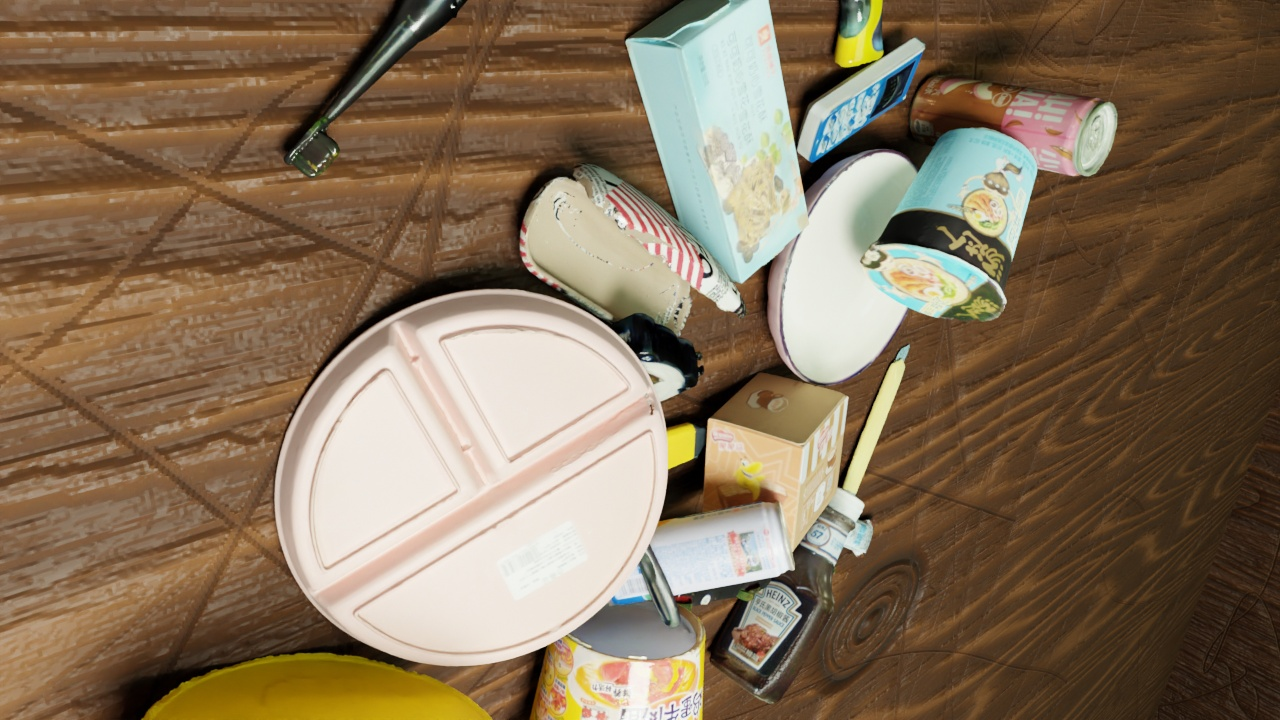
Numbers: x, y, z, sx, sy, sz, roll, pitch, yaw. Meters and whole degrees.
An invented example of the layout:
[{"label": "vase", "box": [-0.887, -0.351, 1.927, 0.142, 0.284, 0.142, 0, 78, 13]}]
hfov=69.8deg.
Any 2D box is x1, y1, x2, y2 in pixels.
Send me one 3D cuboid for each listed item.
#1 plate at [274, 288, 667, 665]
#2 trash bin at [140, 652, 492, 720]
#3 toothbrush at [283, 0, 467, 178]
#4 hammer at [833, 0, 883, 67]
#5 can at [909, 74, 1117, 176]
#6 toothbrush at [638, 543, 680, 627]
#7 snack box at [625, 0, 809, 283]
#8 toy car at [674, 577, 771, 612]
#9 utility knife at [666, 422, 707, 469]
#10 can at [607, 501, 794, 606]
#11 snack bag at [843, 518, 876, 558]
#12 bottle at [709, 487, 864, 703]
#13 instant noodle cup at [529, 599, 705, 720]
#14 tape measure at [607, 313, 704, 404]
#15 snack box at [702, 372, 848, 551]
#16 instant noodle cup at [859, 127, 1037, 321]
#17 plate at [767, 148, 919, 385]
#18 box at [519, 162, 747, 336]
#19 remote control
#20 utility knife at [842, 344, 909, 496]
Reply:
[{"label": "plate", "box": [-0.084, 0.074, 0.520, 0.229, 0.028, 0.230, -7, 108, -23]}, {"label": "trash bin", "box": [-0.179, 0.311, 0.468, 0.229, 0.230, 0.255, 7, 100, -46]}, {"label": "toothbrush", "box": [-0.097, -0.172, 0.438, 0.027, 0.026, 0.212, 37, 80, -9]}, {"label": "hammer", "box": [0.147, -0.356, 0.583, 0.125, 0.032, 0.324, -28, 128, -31]}, {"label": "can", "box": [0.288, -0.186, 0.721, 0.057, 0.147, 0.058, -21, 123, -36]}, {"label": "toothbrush", "box": [-0.010, 0.102, 0.615, 0.016, 0.018, 0.181, -21, 101, 5]}, {"label": "snack box", "box": [0.054, -0.141, 0.585, 0.074, 0.052, 0.175, -40, 134, -22]}, {"label": "toy car", "box": [0.062, 0.167, 0.756, 0.155, 0.041, 0.071, 4, 107, -44]}, {"label": "utility knife", "box": [-0.033, 0.081, 0.637, 0.208, 0.015, 0.033, -17, 120, -34]}, {"label": "can", "box": [0.039, 0.137, 0.654, 0.135, 0.053, 0.053, -13, 130, 9]}, {"label": "snack bag", "box": [0.210, 0.172, 0.916, 0.105, 0.026, 0.045, 27, 82, -49]}, {"label": "bottle", "box": [0.139, 0.204, 0.823, 0.044, 0.080, 0.194, 39, 79, -42]}, {"label": "instant noodle cup", "box": [-0.014, 0.236, 0.657, 0.137, 0.138, 0.110, -4, 104, -44]}, {"label": "tape measure", "box": [-0.003, 0.003, 0.589, 0.065, 0.066, 0.033, 28, 47, -43]}, {"label": "snack box", "box": [0.104, 0.076, 0.709, 0.092, 0.077, 0.094, -36, 134, -50]}, {"label": "instant noodle cup", "box": [0.241, -0.108, 0.697, 0.111, 0.111, 0.120, 40, 72, -47]}, {"label": "plate", "box": [0.162, -0.075, 0.734, 0.192, 0.039, 0.193, -22, 124, -37]}, {"label": "box", "box": [-0.007, -0.055, 0.564, 0.088, 0.076, 0.162, -42, 143, 17]}, {"label": "remote control", "box": [0.163, -0.194, 0.678, 0.124, 0.024, 0.049, -36, 157, -26]}, {"label": "utility knife", "box": [0.228, 0.062, 0.886, 0.031, 0.018, 0.167, 19, 98, -52]}]
